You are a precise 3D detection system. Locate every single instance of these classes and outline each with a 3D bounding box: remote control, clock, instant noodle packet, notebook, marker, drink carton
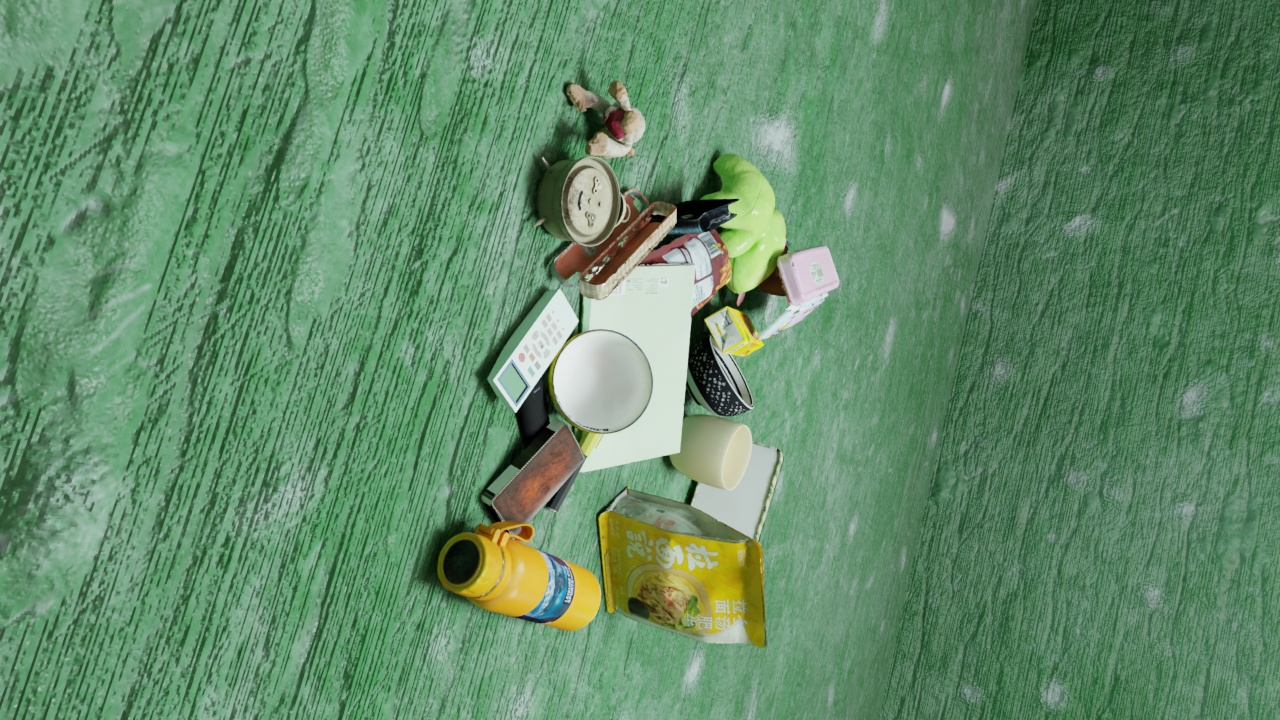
[{"bbox_3d":[-0.116,-0.015,0.974,0.143,0.024,0.049,-58,136,-33],"label":"remote control"},{"bbox_3d":[-0.059,-0.170,0.995,0.140,0.055,0.093,3,97,-53],"label":"clock"},{"bbox_3d":[0.058,0.272,1.174,0.084,0.222,0.163,-31,124,-48],"label":"instant noodle packet"},{"bbox_3d":[-0.007,0.007,1.135,0.181,0.010,0.253,-7,106,-42],"label":"notebook"},{"bbox_3d":[-0.073,0.122,1.082,0.123,0.021,0.017,-62,176,-12],"label":"marker"},{"bbox_3d":[0.140,-0.041,1.343,0.058,0.043,0.134,63,16,11],"label":"drink carton"},{"bbox_3d":[-0.111,0.085,1.022,0.041,0.020,0.152,-44,137,-44],"label":"remote control"}]

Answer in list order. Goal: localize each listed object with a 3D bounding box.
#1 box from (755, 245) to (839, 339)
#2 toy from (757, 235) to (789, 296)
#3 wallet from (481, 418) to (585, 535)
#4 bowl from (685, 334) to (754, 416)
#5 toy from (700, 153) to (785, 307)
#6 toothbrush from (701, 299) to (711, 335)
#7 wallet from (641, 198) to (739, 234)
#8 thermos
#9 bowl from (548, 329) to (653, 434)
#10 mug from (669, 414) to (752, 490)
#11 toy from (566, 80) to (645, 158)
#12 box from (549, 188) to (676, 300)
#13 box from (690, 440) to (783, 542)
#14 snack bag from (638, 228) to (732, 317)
[{"bbox_3d":[0.246,-0.101,1.385,0.201,0.077,0.146,-23,126,-61],"label":"box"},{"bbox_3d":[0.213,-0.168,1.450,0.095,0.065,0.127,-1,100,-76],"label":"toy"},{"bbox_3d":[-0.115,0.129,1.005,0.122,0.019,0.072,-47,138,-25],"label":"wallet"},{"bbox_3d":[0.103,0.031,1.308,0.120,0.066,0.120,53,17,-24],"label":"bowl"},{"bbox_3d":[0.155,-0.187,1.313,0.197,0.107,0.149,51,54,-43],"label":"toy"},{"bbox_3d":[0.096,-0.104,1.295,0.013,0.013,0.168,-69,164,-50],"label":"toothbrush"},{"bbox_3d":[0.064,-0.182,1.166,0.114,0.089,0.026,-32,120,-51],"label":"wallet"},{"bbox_3d":[-0.128,0.232,0.993,0.232,0.076,0.091,41,37,-56],"label":"thermos"},{"bbox_3d":[-0.051,0.026,1.039,0.117,0.068,0.117,2,85,-19],"label":"bowl"},{"bbox_3d":[0.097,0.133,1.315,0.096,0.100,0.120,-61,147,-25],"label":"mug"},{"bbox_3d":[-0.035,-0.258,1.008,0.085,0.074,0.106,60,4,12],"label":"toy"},{"bbox_3d":[-0.027,-0.136,1.045,0.186,0.083,0.042,-52,151,-42],"label":"box"},{"bbox_3d":[0.137,0.219,1.393,0.051,0.118,0.205,63,43,-70],"label":"box"},{"bbox_3d":[0.039,-0.091,1.181,0.207,0.067,0.139,-40,132,-40],"label":"snack bag"}]
